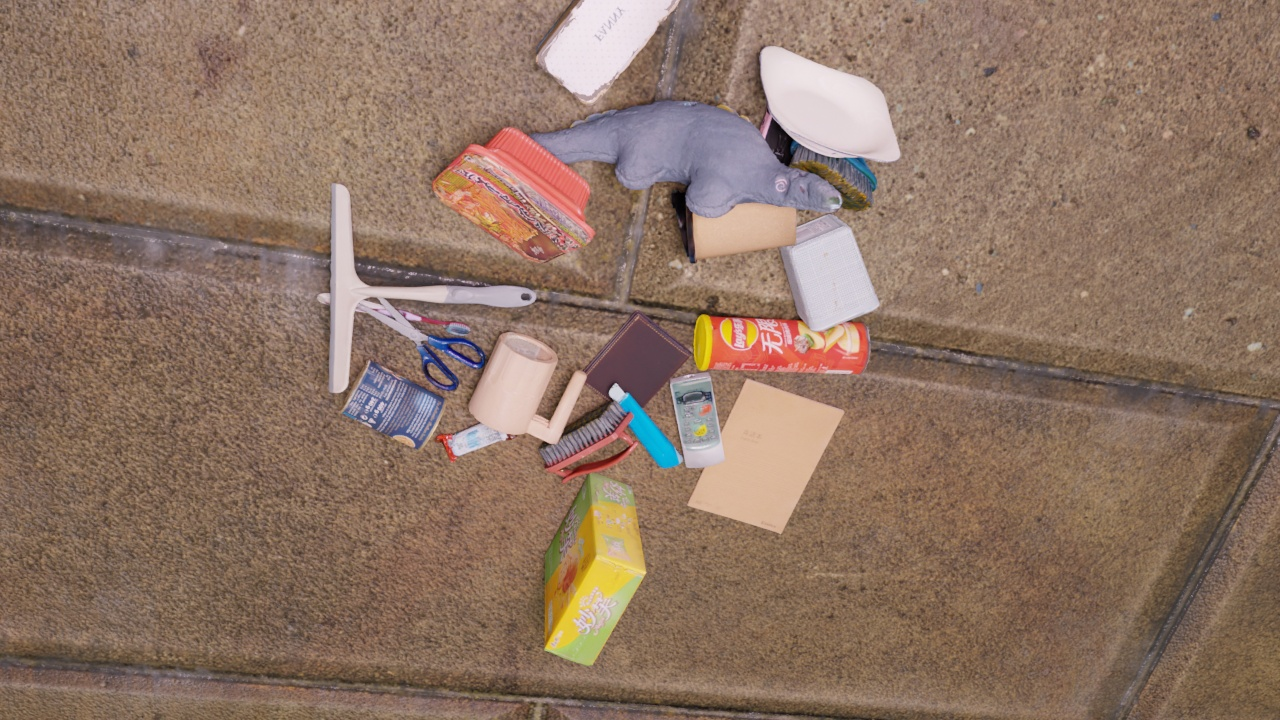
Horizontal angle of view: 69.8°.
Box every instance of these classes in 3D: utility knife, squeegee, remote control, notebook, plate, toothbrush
[{"bbox_3d":[0.004,0.088,1.221,0.034,0.018,0.166,-29,125,11],"label":"utility knife"},{"bbox_3d":[-0.244,-0.079,1.099,0.246,0.039,0.246,1,97,-17],"label":"squeegee"},{"bbox_3d":[0.077,0.082,1.235,0.056,0.019,0.135,-10,113,2],"label":"remote control"},{"bbox_3d":[0.172,0.137,1.282,0.149,0.012,0.212,18,112,-13],"label":"notebook"},{"bbox_3d":[0.203,-0.275,1.020,0.164,0.163,0.034,14,138,-16],"label":"plate"},{"bbox_3d":[-0.303,-0.056,1.133,0.187,0.017,0.016,13,116,-13],"label":"toothbrush"}]

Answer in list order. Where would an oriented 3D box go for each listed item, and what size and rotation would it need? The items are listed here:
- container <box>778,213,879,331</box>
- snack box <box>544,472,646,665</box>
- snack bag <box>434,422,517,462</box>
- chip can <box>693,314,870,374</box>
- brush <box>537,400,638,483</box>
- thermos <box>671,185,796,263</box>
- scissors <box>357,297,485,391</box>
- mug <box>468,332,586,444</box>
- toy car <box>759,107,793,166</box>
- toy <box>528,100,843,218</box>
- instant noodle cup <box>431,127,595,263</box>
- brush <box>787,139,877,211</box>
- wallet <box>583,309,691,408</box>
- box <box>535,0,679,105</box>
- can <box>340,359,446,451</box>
[{"bbox_3d":[0.228,-0.111,1.131,0.090,0.090,0.111,-22,112,3],"label":"container"},{"bbox_3d":[-0.065,0.267,1.205,0.070,0.209,0.158,23,109,-15],"label":"snack box"},{"bbox_3d":[-0.217,0.101,1.211,0.105,0.026,0.045,-21,106,3],"label":"snack bag"},{"bbox_3d":[0.180,-0.019,1.175,0.216,0.073,0.073,3,114,-7],"label":"chip can"},{"bbox_3d":[-0.071,0.115,1.199,0.146,0.063,0.069,-30,101,33],"label":"brush"},{"bbox_3d":[0.110,-0.163,1.079,0.143,0.092,0.093,-3,115,7],"label":"thermos"},{"bbox_3d":[-0.265,-0.029,1.138,0.147,0.012,0.169,-7,127,8],"label":"scissors"},{"bbox_3d":[-0.141,0.036,1.154,0.124,0.084,0.104,25,109,-3],"label":"mug"},{"bbox_3d":[0.163,-0.256,1.084,0.056,0.037,0.122,15,100,-19],"label":"toy car"},{"bbox_3d":[0.056,-0.229,1.021,0.356,0.137,0.092,16,138,15],"label":"toy"},{"bbox_3d":[-0.136,-0.186,1.029,0.164,0.189,0.079,35,71,-21],"label":"instant noodle cup"},{"bbox_3d":[0.229,-0.231,1.078,0.143,0.055,0.073,23,71,-40],"label":"brush"},{"bbox_3d":[-0.007,0.007,1.196,0.096,0.020,0.122,37,106,-17],"label":"wallet"},{"bbox_3d":[-0.030,-0.373,0.996,0.090,0.059,0.184,39,103,-22],"label":"box"},{"bbox_3d":[-0.311,0.056,1.153,0.111,0.075,0.075,29,108,-18],"label":"can"}]
